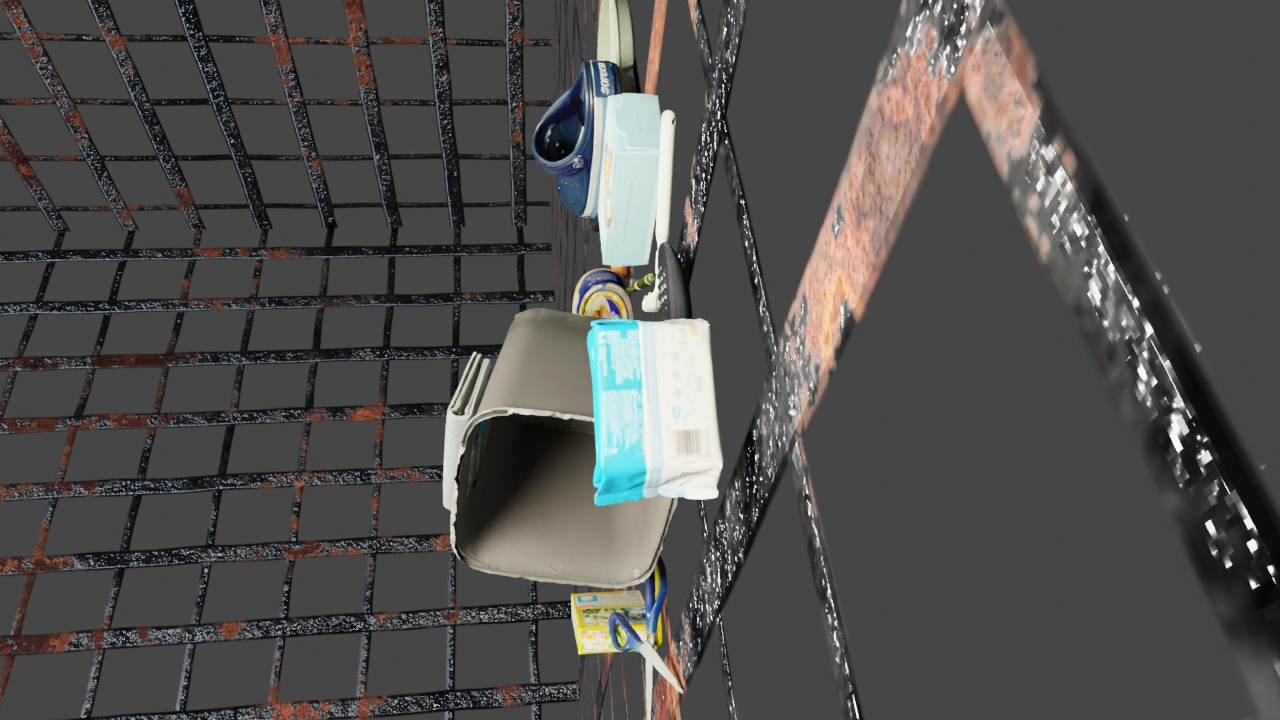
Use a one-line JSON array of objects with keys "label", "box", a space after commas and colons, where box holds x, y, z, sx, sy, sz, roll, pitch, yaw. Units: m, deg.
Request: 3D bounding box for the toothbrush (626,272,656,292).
[{"label": "toothbrush", "box": [0.001, -0.086, 0.994, 0.186, 0.012, 0.017, -171, 90, -83]}]

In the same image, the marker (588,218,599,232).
[{"label": "marker", "box": [-0.038, -0.181, 1.136, 0.020, 0.022, 0.132, 59, 162, -7]}]

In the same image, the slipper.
[{"label": "slipper", "box": [-0.075, -0.241, 1.041, 0.253, 0.095, 0.105, 120, 149, -68]}]

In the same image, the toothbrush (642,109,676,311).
[{"label": "toothbrush", "box": [0.018, -0.131, 0.826, 0.020, 0.029, 0.190, 27, 128, 32]}]

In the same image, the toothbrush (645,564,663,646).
[{"label": "toothbrush", "box": [0.012, 0.204, 0.960, 0.016, 0.016, 0.190, 176, 93, -81]}]

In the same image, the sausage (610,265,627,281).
[{"label": "sausage", "box": [-0.031, -0.168, 1.184, 0.021, 0.021, 0.165, 104, 163, -65]}]

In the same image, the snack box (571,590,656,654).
[{"label": "snack box", "box": [-0.033, 0.301, 1.063, 0.140, 0.087, 0.033, 177, 92, -82]}]

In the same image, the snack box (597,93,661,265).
[{"label": "snack box", "box": [-0.011, -0.175, 0.913, 0.175, 0.051, 0.074, 101, 164, -58]}]

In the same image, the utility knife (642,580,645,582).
[{"label": "utility knife", "box": [-0.003, 0.236, 1.084, 0.186, 0.018, 0.034, 130, 153, -81]}]

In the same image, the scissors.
[{"label": "scissors", "box": [0.006, 0.278, 0.917, 0.176, 0.012, 0.162, 3, 82, 65]}]

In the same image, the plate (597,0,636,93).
[{"label": "plate", "box": [-0.030, -0.333, 1.116, 0.230, 0.027, 0.230, 178, 91, -82]}]

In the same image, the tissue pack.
[{"label": "tissue pack", "box": [0.008, 0.034, 0.668, 0.063, 0.090, 0.140, 107, 160, -70]}]

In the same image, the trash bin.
[{"label": "trash bin", "box": [-0.072, 0.073, 0.904, 0.219, 0.198, 0.199, -93, 14, -56]}]

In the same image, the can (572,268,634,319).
[{"label": "can", "box": [-0.046, -0.036, 1.129, 0.049, 0.074, 0.148, -110, 19, -60]}]

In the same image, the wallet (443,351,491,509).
[{"label": "wallet", "box": [-0.178, 0.069, 0.927, 0.106, 0.037, 0.130, -80, 2, -51]}]

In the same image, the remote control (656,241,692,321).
[{"label": "remote control", "box": [0.029, -0.028, 0.743, 0.053, 0.024, 0.136, 153, 114, -80]}]
